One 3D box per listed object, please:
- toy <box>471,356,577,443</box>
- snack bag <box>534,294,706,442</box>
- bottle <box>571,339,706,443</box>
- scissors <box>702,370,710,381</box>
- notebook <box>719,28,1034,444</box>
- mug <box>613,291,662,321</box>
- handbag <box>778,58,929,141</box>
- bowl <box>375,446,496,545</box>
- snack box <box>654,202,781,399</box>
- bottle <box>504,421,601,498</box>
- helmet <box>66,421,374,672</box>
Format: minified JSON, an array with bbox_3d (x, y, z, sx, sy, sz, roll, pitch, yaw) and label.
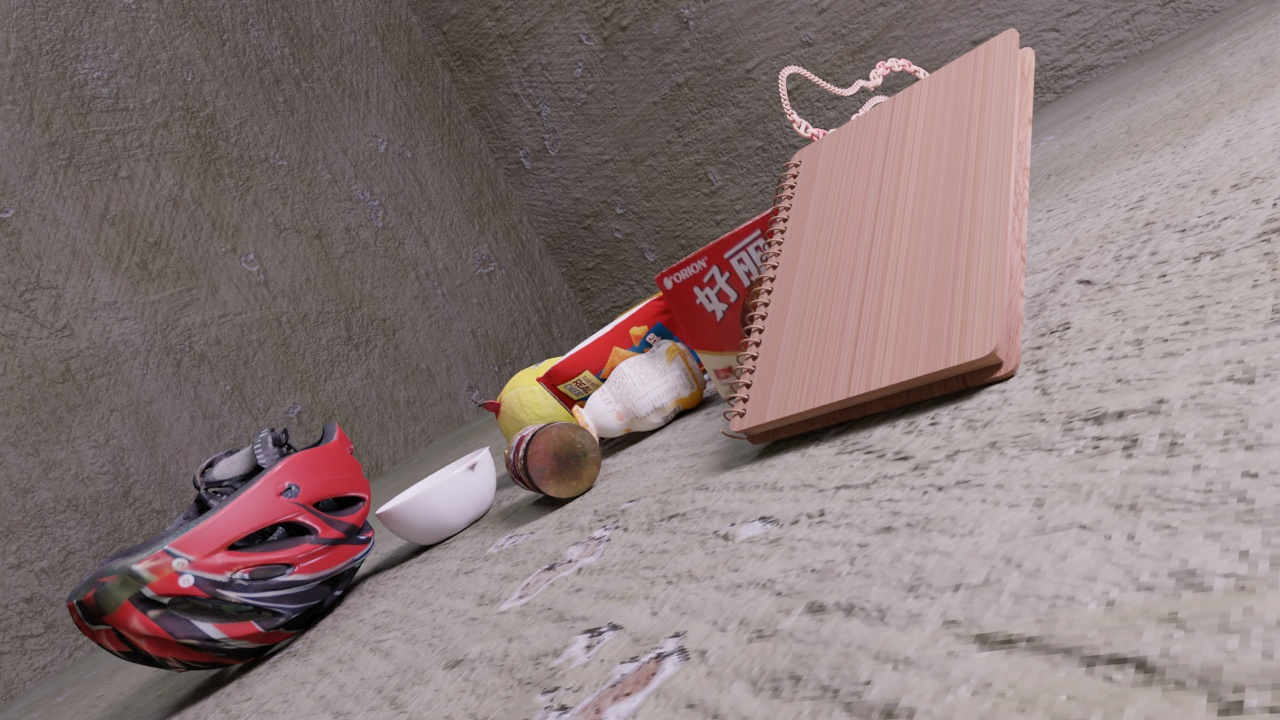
[{"bbox_3d":[-0.058,0.038,0.917,0.207,0.092,0.134,-20,-8,-5],"label":"toy"},{"bbox_3d":[-0.005,0.005,0.811,0.144,0.039,0.131,-33,-38,4],"label":"snack bag"},{"bbox_3d":[-0.002,0.030,0.758,0.109,0.063,0.063,-30,4,-4],"label":"bottle"},{"bbox_3d":[0.110,-0.016,0.897,0.159,0.014,0.121,-36,6,-31],"label":"scissors"},{"bbox_3d":[0.124,-0.063,0.493,0.170,0.022,0.210,-23,41,47],"label":"notebook"},{"bbox_3d":[0.022,-0.023,1.024,0.123,0.094,0.101,-31,4,-23],"label":"mug"},{"bbox_3d":[0.175,-0.141,0.757,0.198,0.187,0.117,-28,-4,-39],"label":"handbag"},{"bbox_3d":[-0.177,0.130,0.834,0.115,0.050,0.114,-29,4,2],"label":"bowl"},{"bbox_3d":[0.129,-0.064,0.648,0.237,0.113,0.060,-26,5,43],"label":"snack box"},{"bbox_3d":[-0.070,0.076,0.708,0.056,0.056,0.105,-31,4,-17],"label":"bottle"},{"bbox_3d":[-0.332,0.157,0.760,0.218,0.167,0.271,-28,4,17],"label":"helmet"}]
